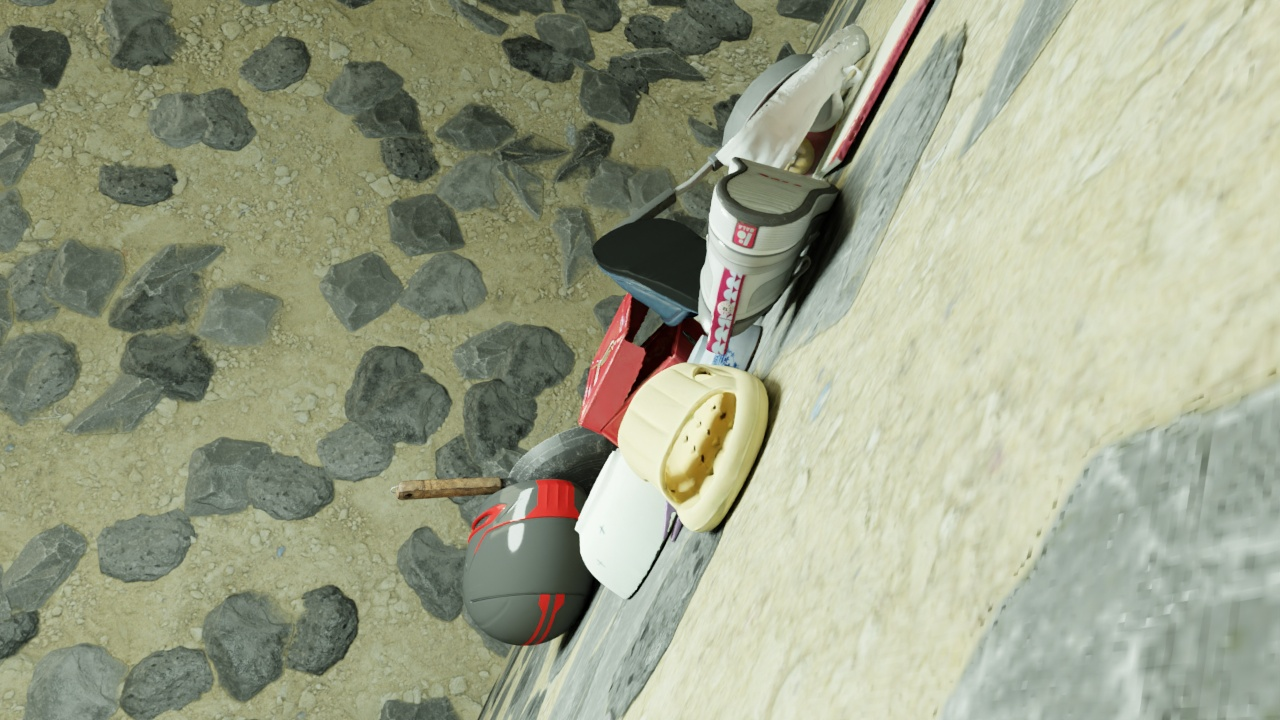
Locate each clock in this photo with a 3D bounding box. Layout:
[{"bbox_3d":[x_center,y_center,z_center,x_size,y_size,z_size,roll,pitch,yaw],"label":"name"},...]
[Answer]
[{"bbox_3d":[0.159,-0.226,1.034,0.117,0.081,0.158,-62,2,43],"label":"clock"}]

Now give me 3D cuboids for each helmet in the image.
[{"bbox_3d":[-0.143,0.278,1.186,0.266,0.164,0.169,128,141,-51],"label":"helmet"}]

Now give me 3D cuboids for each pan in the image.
[{"bbox_3d":[0.099,-0.250,1.118,0.357,0.041,0.179,-37,-24,-10],"label":"pan"},{"bbox_3d":[-0.146,0.162,1.205,0.040,0.356,0.208,64,144,34],"label":"pan"}]

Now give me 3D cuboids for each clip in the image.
[{"bbox_3d":[0.025,0.117,0.743,0.052,0.042,0.014,-50,3,-1],"label":"clip"}]

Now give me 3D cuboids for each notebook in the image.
[{"bbox_3d":[0.227,-0.275,0.873,0.209,0.012,0.153,-62,0,6],"label":"notebook"}]

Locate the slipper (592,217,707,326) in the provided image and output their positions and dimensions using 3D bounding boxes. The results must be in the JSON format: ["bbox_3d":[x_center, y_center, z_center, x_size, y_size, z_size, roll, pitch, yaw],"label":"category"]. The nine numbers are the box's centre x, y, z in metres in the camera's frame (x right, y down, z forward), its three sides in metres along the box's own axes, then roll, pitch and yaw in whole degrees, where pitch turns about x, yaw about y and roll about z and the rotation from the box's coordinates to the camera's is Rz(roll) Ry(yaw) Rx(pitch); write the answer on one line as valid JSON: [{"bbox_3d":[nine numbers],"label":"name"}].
[{"bbox_3d":[0.042,-0.078,0.977,0.108,0.266,0.083,-31,-54,-21],"label":"slipper"}]

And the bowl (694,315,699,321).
[{"bbox_3d":[0.101,-0.092,1.122,0.115,0.062,0.115,-63,2,3],"label":"bowl"}]

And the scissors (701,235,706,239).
[{"bbox_3d":[0.089,-0.096,1.024,0.210,0.015,0.142,3,72,59],"label":"scissors"}]

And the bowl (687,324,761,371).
[{"bbox_3d":[0.067,0.009,0.861,0.114,0.045,0.114,-63,1,2],"label":"bowl"}]

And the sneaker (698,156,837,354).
[{"bbox_3d":[0.100,-0.097,0.778,0.262,0.097,0.129,-56,-17,-65],"label":"sneaker"}]

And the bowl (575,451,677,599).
[{"bbox_3d":[-0.011,0.137,0.854,0.153,0.073,0.153,-64,3,5],"label":"bowl"}]

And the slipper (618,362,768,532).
[{"bbox_3d":[0.030,0.043,0.693,0.111,0.079,0.261,-62,6,4],"label":"slipper"}]

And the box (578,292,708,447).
[{"bbox_3d":[0.007,0.014,0.993,0.135,0.112,0.157,-57,10,23],"label":"box"}]

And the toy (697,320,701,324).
[{"bbox_3d":[0.055,-0.022,1.504,0.195,0.065,0.265,-58,-3,-35],"label":"toy"}]

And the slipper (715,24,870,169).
[{"bbox_3d":[0.170,-0.266,0.945,0.112,0.074,0.246,-10,35,53],"label":"slipper"}]

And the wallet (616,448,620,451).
[{"bbox_3d":[-0.020,0.156,1.023,0.115,0.037,0.119,-66,-17,-57],"label":"wallet"}]
